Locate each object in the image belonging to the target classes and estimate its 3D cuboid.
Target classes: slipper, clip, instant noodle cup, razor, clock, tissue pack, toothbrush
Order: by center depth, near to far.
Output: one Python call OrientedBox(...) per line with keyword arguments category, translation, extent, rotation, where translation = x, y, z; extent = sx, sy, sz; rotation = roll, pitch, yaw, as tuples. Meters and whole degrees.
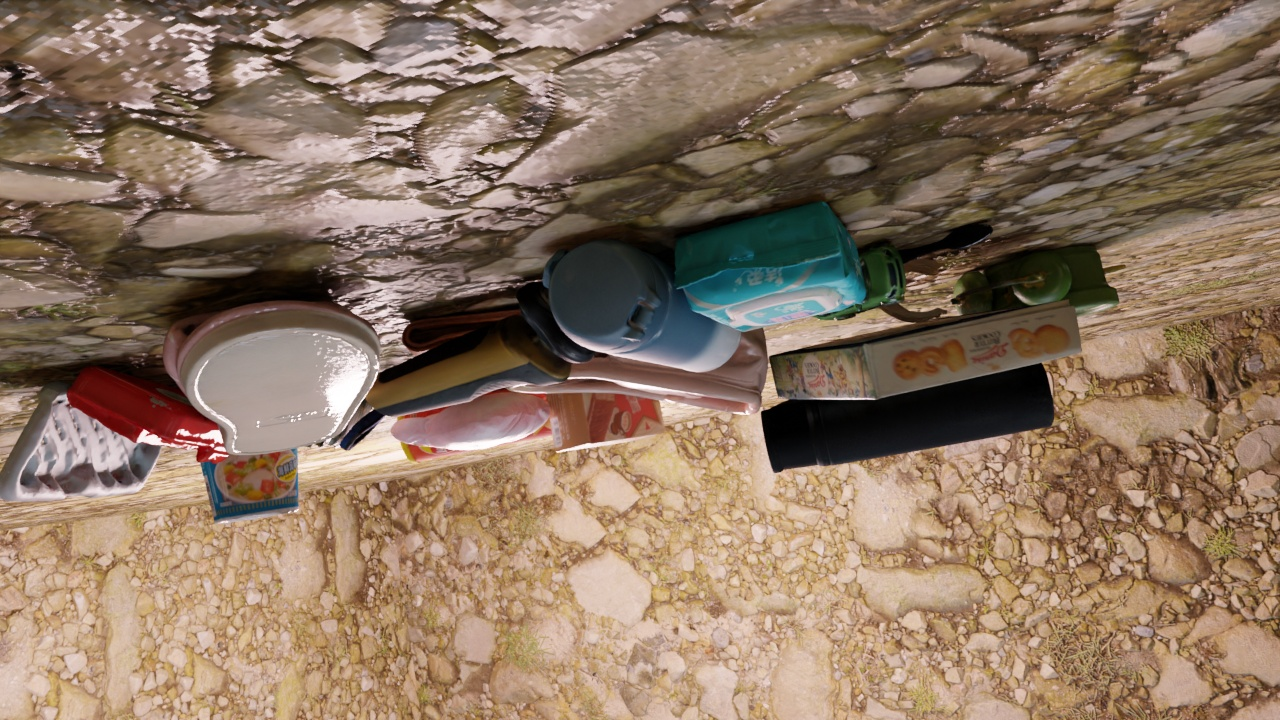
OrientedBox(category="tissue pack", translation=(0.080, -0.052, 0.546), extent=(0.093, 0.050, 0.133), rotation=(-12, 173, 19))
OrientedBox(category="slipper", translation=(-0.225, 0.007, 0.568), extent=(0.114, 0.054, 0.275), rotation=(-11, 167, -21))
OrientedBox(category="razor", translation=(-0.106, -0.003, 0.593), extent=(0.168, 0.067, 0.062), rotation=(-18, -150, 18))
OrientedBox(category="toothbrush", translation=(0.174, -0.071, 0.689), extent=(0.189, 0.014, 0.016), rotation=(-16, -177, 42))
OrientedBox(category="clip", translation=(0.198, -0.067, 0.741), extent=(0.104, 0.086, 0.035), rotation=(17, 179, 8))
OrientedBox(category="instant noodle cup", translation=(-0.346, 0.086, 0.812), extent=(0.099, 0.110, 0.099), rotation=(-9, 173, -1))
OrientedBox(category="clock", translation=(0.355, -0.063, 0.833), extent=(0.161, 0.056, 0.116), rotation=(-5, 171, -34))

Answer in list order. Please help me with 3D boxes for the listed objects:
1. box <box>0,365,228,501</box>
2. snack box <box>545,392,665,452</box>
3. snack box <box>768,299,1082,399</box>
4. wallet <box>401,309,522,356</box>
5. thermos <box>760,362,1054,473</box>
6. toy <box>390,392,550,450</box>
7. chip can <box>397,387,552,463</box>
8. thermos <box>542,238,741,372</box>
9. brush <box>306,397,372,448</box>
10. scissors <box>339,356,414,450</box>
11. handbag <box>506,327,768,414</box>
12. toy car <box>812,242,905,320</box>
OrientedBox(category="box", translation=(-0.355, 0.067, 0.662), extent=(0.095, 0.100, 0.201), rotation=(25, 171, -2))
OrientedBox(category="snack box", translation=(-0.039, 0.041, 0.961), extent=(0.094, 0.092, 0.077), rotation=(-5, 172, -33))
OrientedBox(category="snack box", translation=(0.225, -0.006, 0.759), extent=(0.177, 0.046, 0.183), rotation=(-12, -179, -14))
OrientedBox(category="wallet", translation=(-0.108, -0.014, 0.684), extent=(0.119, 0.035, 0.131), rotation=(-3, 172, -6))
OrientedBox(category="thermos", translation=(0.232, 0.042, 0.827), extent=(0.243, 0.068, 0.089), rotation=(-11, -145, 11))
OrientedBox(category="toy", translation=(-0.173, 0.065, 0.944), extent=(0.160, 0.054, 0.121), rotation=(-9, 178, 27))
OrientedBox(category="chip can", translation=(-0.173, 0.069, 1.084), extent=(0.217, 0.073, 0.073), rotation=(-10, 173, 5))
OrientedBox(category="thermos", translation=(0.009, -0.031, 0.577), extent=(0.070, 0.070, 0.220), rotation=(-12, 172, 18))
OrientedBox(category="brush", translation=(-0.272, 0.038, 0.766), extent=(0.073, 0.063, 0.146), rotation=(19, 175, 0))
OrientedBox(category="scissors", translation=(-0.217, 0.037, 0.796), extent=(0.163, 0.012, 0.162), rotation=(-45, -173, 48))
OrientedBox(category="handbag", translation=(-0.005, 0.005, 0.819), extent=(0.234, 0.093, 0.193), rotation=(-4, 173, 6))
OrientedBox(category="toy car", translation=(0.154, -0.054, 0.665), extent=(0.036, 0.043, 0.091), rotation=(-5, 172, -31))
